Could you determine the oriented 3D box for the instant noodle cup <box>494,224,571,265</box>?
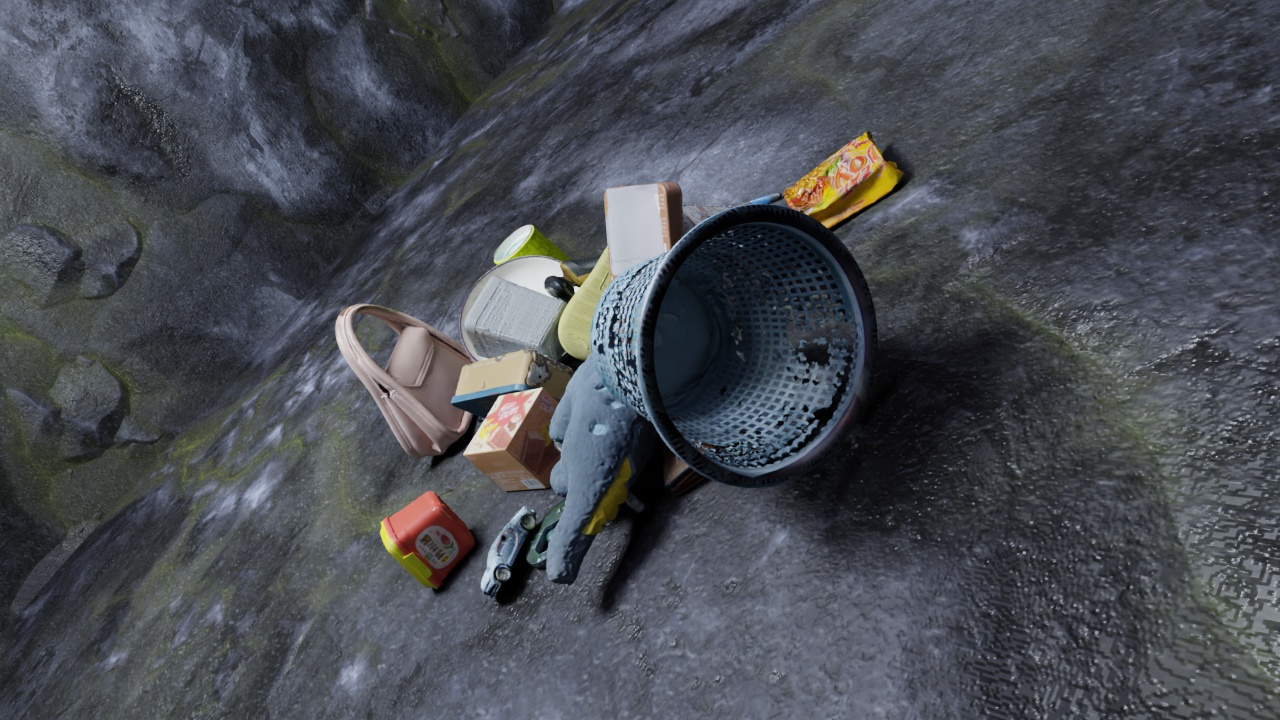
[{"bbox_3d":[-0.157,-0.138,1.406,0.112,0.123,0.111,-33,29,21],"label":"instant noodle cup"}]

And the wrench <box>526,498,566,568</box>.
[{"bbox_3d":[-0.035,0.111,1.004,0.273,0.016,0.056,-51,31,-13],"label":"wrench"}]

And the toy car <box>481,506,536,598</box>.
[{"bbox_3d":[-0.145,0.205,0.989,0.049,0.031,0.105,-53,11,55],"label":"toy car"}]

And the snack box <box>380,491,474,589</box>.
[{"bbox_3d":[-0.250,0.208,1.084,0.080,0.091,0.082,-42,27,-10],"label":"snack box"}]

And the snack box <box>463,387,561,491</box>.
[{"bbox_3d":[-0.141,0.096,1.104,0.093,0.077,0.094,-12,41,47],"label":"snack box"}]

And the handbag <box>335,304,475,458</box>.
[{"bbox_3d":[-0.341,0.010,1.326,0.093,0.234,0.193,-30,30,21],"label":"handbag"}]

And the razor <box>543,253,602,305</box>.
[{"bbox_3d":[-0.051,-0.122,1.276,0.167,0.067,0.062,-21,4,-13],"label":"razor"}]

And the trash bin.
[{"bbox_3d":[0.060,-0.017,0.812,0.226,0.226,0.195,-51,22,-13],"label":"trash bin"}]

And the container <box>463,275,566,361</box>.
[{"bbox_3d":[-0.158,-0.044,1.227,0.114,0.090,0.090,17,63,17],"label":"container"}]

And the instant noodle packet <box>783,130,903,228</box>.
[{"bbox_3d":[0.230,-0.203,1.059,0.129,0.044,0.110,-34,33,18],"label":"instant noodle packet"}]

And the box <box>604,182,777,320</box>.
[{"bbox_3d":[0.033,-0.141,1.091,0.152,0.178,0.182,-49,28,-12],"label":"box"}]

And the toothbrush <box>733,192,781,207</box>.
[{"bbox_3d":[0.117,-0.201,1.243,0.190,0.014,0.016,-12,17,46],"label":"toothbrush"}]

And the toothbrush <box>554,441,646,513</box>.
[{"bbox_3d":[-0.049,0.119,0.980,0.015,0.018,0.181,-51,37,-8],"label":"toothbrush"}]

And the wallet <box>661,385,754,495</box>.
[{"bbox_3d":[0.062,0.067,0.920,0.101,0.032,0.124,-37,27,19],"label":"wallet"}]

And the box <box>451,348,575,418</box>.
[{"bbox_3d":[-0.172,0.037,1.208,0.185,0.089,0.061,-16,56,47],"label":"box"}]

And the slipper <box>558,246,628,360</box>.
[{"bbox_3d":[-0.037,-0.077,1.222,0.190,0.091,0.082,-62,-6,-17],"label":"slipper"}]

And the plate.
[{"bbox_3d":[-0.162,-0.059,1.312,0.192,0.039,0.192,-5,65,10],"label":"plate"}]

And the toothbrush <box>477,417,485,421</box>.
[{"bbox_3d":[-0.166,0.049,1.274,0.189,0.017,0.014,-27,32,33],"label":"toothbrush"}]

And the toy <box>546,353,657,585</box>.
[{"bbox_3d":[-0.038,0.069,0.957,0.138,0.091,0.355,-47,21,27],"label":"toy"}]
